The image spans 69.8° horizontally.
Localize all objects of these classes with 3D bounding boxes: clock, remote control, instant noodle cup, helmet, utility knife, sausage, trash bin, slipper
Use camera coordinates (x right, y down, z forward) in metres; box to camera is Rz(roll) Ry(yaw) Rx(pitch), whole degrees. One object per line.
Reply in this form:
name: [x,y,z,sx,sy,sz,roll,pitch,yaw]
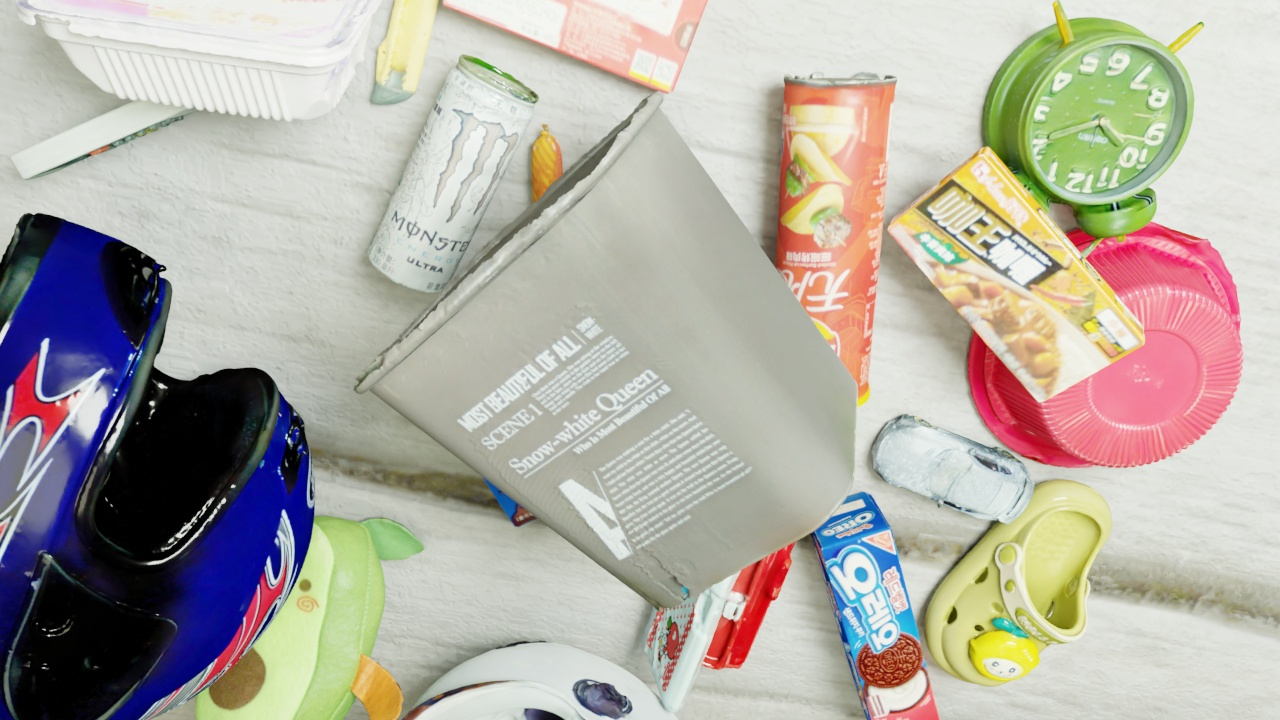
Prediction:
clock: [0.280,-0.138,0.583,0.116,0.056,0.161,8,113,-2]
remote control: [-0.325,-0.150,0.583,0.135,0.056,0.019,-20,111,8]
instant noodle cup: [0.333,0.002,0.636,0.194,0.065,0.194,0,111,0]
helmet: [-0.331,0.089,0.585,0.240,0.247,0.316,27,106,-34]
helmet: [-0.069,0.319,0.726,0.258,0.145,0.229,33,107,-5]
utility knife: [-0.134,-0.251,0.565,0.031,0.020,0.195,14,107,-12]
sausage: [-0.062,-0.078,0.629,0.021,0.021,0.165,1,112,0]
instant noodle cup: [-0.240,-0.193,0.533,0.173,0.137,0.060,6,134,-2]
trash bin: [-0.003,0.003,0.532,0.199,0.198,0.220,-36,105,29]
slipper: [0.293,0.180,0.702,0.091,0.081,0.191,25,108,-7]

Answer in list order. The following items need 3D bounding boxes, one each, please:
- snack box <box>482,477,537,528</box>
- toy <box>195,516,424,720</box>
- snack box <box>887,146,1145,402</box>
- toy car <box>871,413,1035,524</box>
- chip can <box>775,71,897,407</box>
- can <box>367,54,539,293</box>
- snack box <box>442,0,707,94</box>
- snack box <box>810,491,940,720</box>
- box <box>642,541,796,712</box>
snack box: [-0.093,0.043,0.675,0.085,0.026,0.157,-24,110,10]
toy: [-0.264,0.227,0.690,0.227,0.090,0.246,17,82,25]
snack box: [0.235,-0.052,0.577,0.153,0.026,0.075,48,124,-2]
toy car: [0.233,0.083,0.686,0.120,0.036,0.054,22,111,-5]
chip can: [0.123,-0.075,0.601,0.073,0.073,0.217,0,113,0]
can: [-0.122,-0.118,0.593,0.058,0.058,0.147,28,110,-11]
snack box: [-0.038,-0.228,0.565,0.153,0.025,0.075,19,110,-8]
snack box: [0.184,0.208,0.726,0.058,0.057,0.207,-18,111,4]
box: [0.066,0.166,0.686,0.095,0.101,0.202,15,112,-5]
